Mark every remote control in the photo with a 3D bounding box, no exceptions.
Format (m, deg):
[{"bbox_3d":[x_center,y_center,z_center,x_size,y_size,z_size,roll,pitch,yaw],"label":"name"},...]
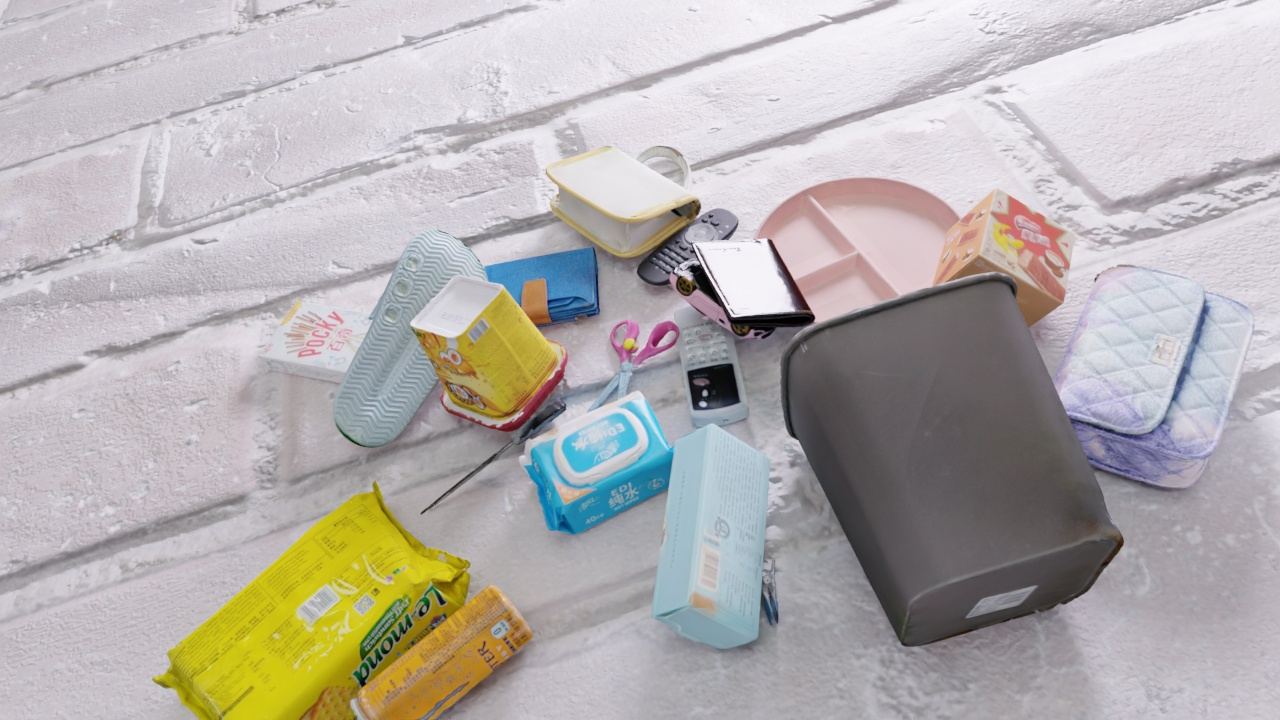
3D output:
[{"bbox_3d":[0.070,0.000,0.926,0.058,0.021,0.149,-11,50,4],"label":"remote control"},{"bbox_3d":[0.054,-0.123,1.025,0.136,0.024,0.053,-39,53,-19],"label":"remote control"}]

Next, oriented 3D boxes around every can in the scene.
[{"bbox_3d":[-0.161,0.251,0.753,0.145,0.058,0.058,-38,54,-17],"label":"can"}]

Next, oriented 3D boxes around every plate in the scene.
[{"bbox_3d":[0.232,-0.111,0.974,0.230,0.028,0.229,-7,50,8],"label":"plate"}]

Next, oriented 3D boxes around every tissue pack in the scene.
[{"bbox_3d":[-0.036,0.093,0.847,0.140,0.063,0.090,-25,52,-8],"label":"tissue pack"}]

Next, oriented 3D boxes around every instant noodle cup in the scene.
[{"bbox_3d":[-0.154,-0.011,0.906,0.116,0.124,0.115,15,56,39],"label":"instant noodle cup"}]

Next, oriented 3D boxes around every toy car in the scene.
[{"bbox_3d":[0.084,-0.060,0.935,0.122,0.037,0.056,38,47,19],"label":"toy car"}]

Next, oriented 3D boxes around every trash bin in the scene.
[{"bbox_3d":[0.239,0.086,0.722,0.199,0.199,0.219,-17,58,1],"label":"trash bin"}]

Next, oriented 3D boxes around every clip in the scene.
[{"bbox_3d":[0.107,0.192,0.765,0.029,0.024,0.056,-11,44,-1],"label":"clip"}]

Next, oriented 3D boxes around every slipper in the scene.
[{"bbox_3d":[-0.243,-0.021,0.970,0.104,0.074,0.245,30,73,-18],"label":"slipper"}]

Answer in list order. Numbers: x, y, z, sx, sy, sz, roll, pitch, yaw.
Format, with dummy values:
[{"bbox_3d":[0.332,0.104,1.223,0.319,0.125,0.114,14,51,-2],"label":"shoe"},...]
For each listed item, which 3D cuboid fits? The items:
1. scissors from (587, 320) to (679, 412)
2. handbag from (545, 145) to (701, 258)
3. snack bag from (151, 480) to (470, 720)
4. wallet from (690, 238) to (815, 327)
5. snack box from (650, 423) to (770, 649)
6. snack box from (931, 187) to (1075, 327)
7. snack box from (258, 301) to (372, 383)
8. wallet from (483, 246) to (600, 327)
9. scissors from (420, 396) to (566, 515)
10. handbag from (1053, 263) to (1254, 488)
[{"bbox_3d":[-0.005,0.006,0.935,0.105,0.017,0.135,-9,48,23],"label":"scissors"},{"bbox_3d":[-0.003,-0.199,1.086,0.178,0.063,0.163,-30,50,-31],"label":"handbag"},{"bbox_3d":[-0.279,0.228,0.793,0.158,0.068,0.246,31,63,31],"label":"snack bag"},{"bbox_3d":[0.112,-0.080,0.926,0.096,0.020,0.122,-1,45,-22],"label":"wallet"},{"bbox_3d":[0.062,0.145,0.770,0.052,0.074,0.174,-30,37,41],"label":"snack box"},{"bbox_3d":[0.347,-0.092,0.879,0.093,0.077,0.094,29,58,-4],"label":"snack box"},{"bbox_3d":[-0.339,-0.018,1.028,0.157,0.027,0.084,10,55,19],"label":"snack box"},{"bbox_3d":[-0.113,-0.079,1.021,0.133,0.040,0.106,-10,47,7],"label":"wallet"},{"bbox_3d":[-0.131,0.087,0.873,0.014,0.160,0.173,50,39,2],"label":"scissors"},{"bbox_3d":[0.443,0.007,0.802,0.134,0.076,0.193,20,58,26],"label":"handbag"}]
